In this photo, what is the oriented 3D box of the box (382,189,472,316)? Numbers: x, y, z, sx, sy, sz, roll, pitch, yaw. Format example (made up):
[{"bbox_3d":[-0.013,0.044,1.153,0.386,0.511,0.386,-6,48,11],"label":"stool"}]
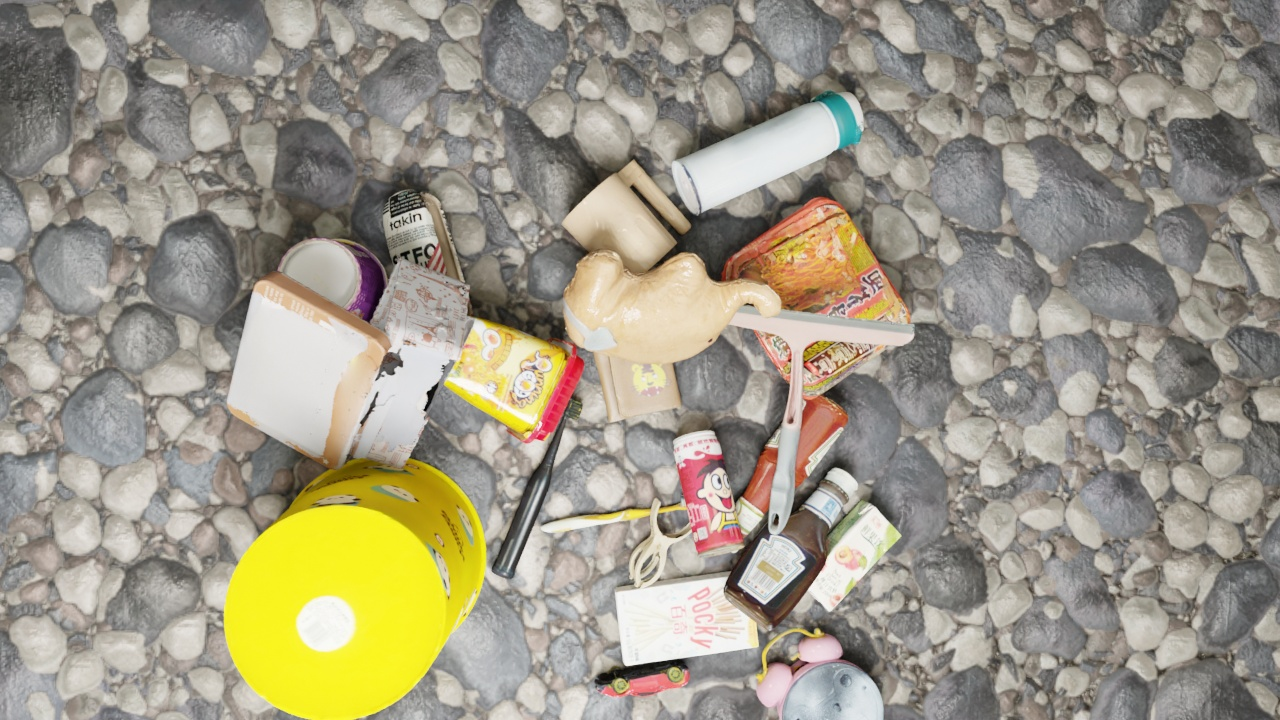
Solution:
[{"bbox_3d":[-0.234,-0.106,1.016,0.075,0.080,0.163,-18,92,24],"label":"box"}]

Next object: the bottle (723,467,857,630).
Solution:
[{"bbox_3d":[0.175,0.204,1.029,0.080,0.044,0.194,33,72,24],"label":"bottle"}]

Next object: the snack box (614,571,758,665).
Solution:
[{"bbox_3d":[0.053,0.292,1.044,0.156,0.027,0.084,-6,89,-6],"label":"snack box"}]

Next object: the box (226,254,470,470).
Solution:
[{"bbox_3d":[-0.293,-0.004,0.898,0.192,0.156,0.183,21,124,-19],"label":"box"}]

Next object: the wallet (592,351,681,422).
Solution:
[{"bbox_3d":[-0.006,0.006,1.043,0.090,0.033,0.115,-12,93,-8],"label":"wallet"}]

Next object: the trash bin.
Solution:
[{"bbox_3d":[-0.270,0.216,0.893,0.229,0.255,0.229,0,89,-8],"label":"trash bin"}]

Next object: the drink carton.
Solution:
[{"bbox_3d":[0.236,0.224,1.058,0.053,0.045,0.122,45,85,-9],"label":"drink carton"}]

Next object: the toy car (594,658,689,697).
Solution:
[{"bbox_3d":[0.002,0.357,1.025,0.106,0.049,0.031,-7,87,-8],"label":"toy car"}]

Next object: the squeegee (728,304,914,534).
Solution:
[{"bbox_3d":[0.161,0.067,0.993,0.248,0.040,0.250,10,102,29],"label":"squeegee"}]

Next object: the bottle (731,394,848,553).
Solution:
[{"bbox_3d":[0.155,0.129,1.047,0.060,0.060,0.206,37,91,-5],"label":"bottle"}]

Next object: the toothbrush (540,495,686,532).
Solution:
[{"bbox_3d":[-0.019,0.173,1.042,0.191,0.016,0.018,-8,115,-7],"label":"toothbrush"}]

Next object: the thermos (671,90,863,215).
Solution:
[{"bbox_3d":[0.149,-0.243,1.051,0.224,0.073,0.073,-25,91,-7],"label":"thermos"}]

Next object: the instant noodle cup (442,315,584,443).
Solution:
[{"bbox_3d":[-0.143,0.013,0.973,0.123,0.116,0.116,28,85,-21],"label":"instant noodle cup"}]

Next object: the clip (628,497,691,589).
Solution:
[{"bbox_3d":[0.016,0.209,1.032,0.061,0.034,0.097,30,91,-15],"label":"clip"}]

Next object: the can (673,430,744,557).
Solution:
[{"bbox_3d":[0.074,0.148,1.020,0.053,0.053,0.132,-10,72,-7],"label":"can"}]

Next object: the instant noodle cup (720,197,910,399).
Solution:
[{"bbox_3d":[0.193,-0.071,1.044,0.164,0.079,0.189,-33,94,-7],"label":"instant noodle cup"}]

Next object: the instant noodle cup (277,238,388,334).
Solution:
[{"bbox_3d":[-0.331,-0.080,0.972,0.111,0.099,0.111,0,90,-6],"label":"instant noodle cup"}]

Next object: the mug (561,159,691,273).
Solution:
[{"bbox_3d":[-0.011,-0.154,1.029,0.103,0.084,0.124,47,57,-5],"label":"mug"}]

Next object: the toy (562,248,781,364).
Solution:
[{"bbox_3d":[0.030,-0.053,0.971,0.226,0.144,0.082,2,50,-8],"label":"toy"}]

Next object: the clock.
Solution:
[{"bbox_3d":[0.200,0.378,1.043,0.117,0.060,0.158,-36,94,-5],"label":"clock"}]

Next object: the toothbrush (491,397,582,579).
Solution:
[{"bbox_3d":[-0.113,0.141,1.029,0.027,0.026,0.212,23,85,3],"label":"toothbrush"}]
